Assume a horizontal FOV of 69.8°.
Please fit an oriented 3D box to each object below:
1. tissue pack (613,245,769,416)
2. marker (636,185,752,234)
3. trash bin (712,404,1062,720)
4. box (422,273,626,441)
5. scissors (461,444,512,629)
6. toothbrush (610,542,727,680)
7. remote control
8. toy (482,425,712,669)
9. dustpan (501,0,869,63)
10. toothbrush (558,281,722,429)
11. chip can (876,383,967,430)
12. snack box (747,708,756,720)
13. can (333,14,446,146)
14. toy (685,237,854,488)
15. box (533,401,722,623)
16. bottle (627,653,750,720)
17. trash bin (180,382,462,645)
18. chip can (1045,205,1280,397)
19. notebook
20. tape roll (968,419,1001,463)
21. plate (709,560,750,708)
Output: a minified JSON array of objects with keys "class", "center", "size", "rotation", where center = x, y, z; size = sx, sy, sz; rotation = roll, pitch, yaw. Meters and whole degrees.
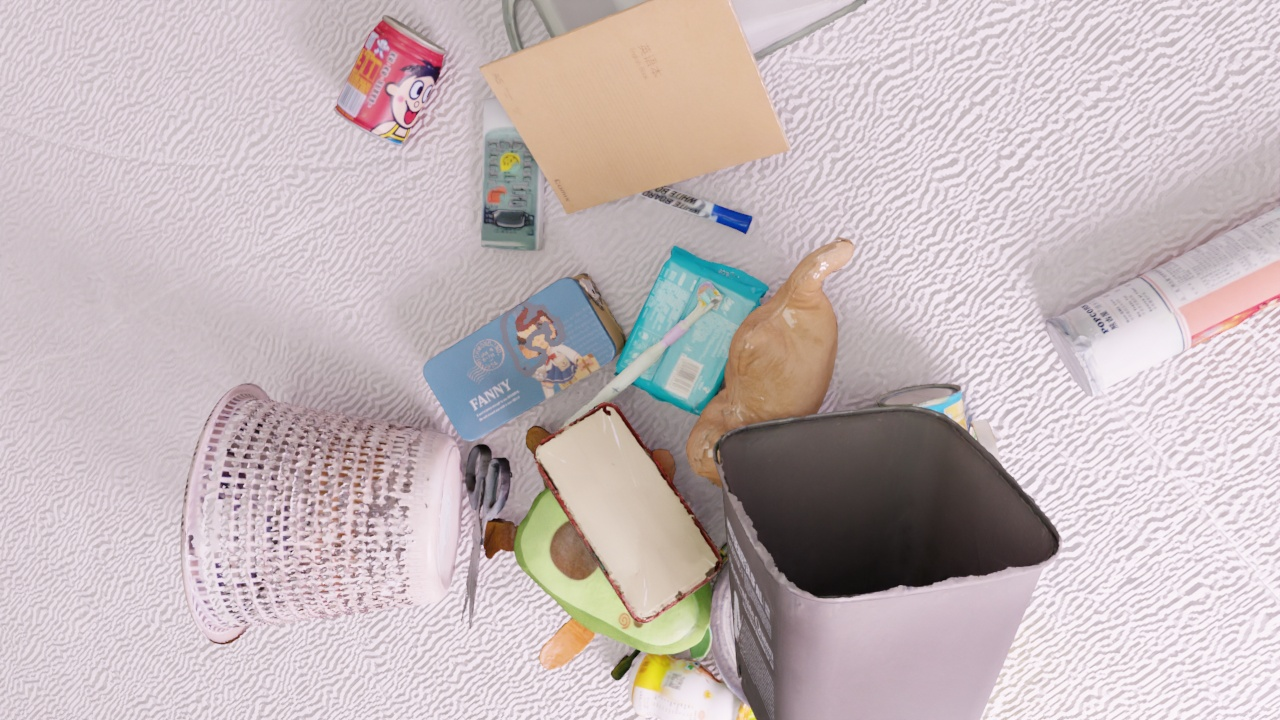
[{"class":"tissue pack","center":[0.043,-0.026,0.798],"size":[0.093,0.050,0.133],"rotation":[27,103,8]},{"class":"marker","center":[0.027,-0.142,0.798],"size":[0.146,0.016,0.017],"rotation":[21,103,7]},{"class":"trash bin","center":[0.159,0.177,0.676],"size":[0.198,0.198,0.220],"rotation":[-6,119,-10]},{"class":"box","center":[-0.108,-0.001,0.826],"size":[0.184,0.061,0.090],"rotation":[-32,92,12]},{"class":"scissors","center":[-0.155,0.163,0.868],"size":[0.172,0.014,0.146],"rotation":[-55,48,37]},{"class":"toothbrush","center":[0.032,0.233,0.864],"size":[0.012,0.017,0.186],"rotation":[40,102,4]},{"class":"remote control","center":[-0.114,-0.166,0.819],"size":[0.056,0.019,0.135],"rotation":[5,101,10]},{"class":"toy","center":[-0.036,0.175,0.822],"size":[0.247,0.090,0.227],"rotation":[31,101,17]},{"class":"dustpan","center":[0.017,-0.328,0.772],"size":[0.257,0.143,0.222],"rotation":[-29,94,-15]},{"class":"toothbrush","center":[-0.005,0.005,0.777],"size":[0.190,0.029,0.020],"rotation":[-43,128,18]},{"class":"chip can","center":[0.252,0.129,0.774],"size":[0.071,0.071,0.210],"rotation":[-10,97,12]},{"class":"snack box","center":[0.166,0.307,0.844],"size":[0.156,0.026,0.086],"rotation":[-2,100,11]},{"class":"can","center":[-0.217,-0.244,0.801],"size":[0.066,0.066,0.094],"rotation":[32,104,4]},{"class":"toy","center":[0.115,0.004,0.749],"size":[0.082,0.143,0.226],"rotation":[28,103,25]},{"class":"box","center":[-0.014,0.124,0.747],"size":[0.091,0.080,0.168],"rotation":[-33,74,-10]},{"class":"bottle","center":[0.045,0.308,0.840],"size":[0.108,0.063,0.063],"rotation":[12,102,22]},{"class":"trash bin","center":[-0.264,0.136,0.815],"size":[0.192,0.227,0.227],"rotation":[2,100,-2]},{"class":"chip can","center":[0.433,-0.052,0.709],"size":[0.215,0.071,0.071],"rotation":[-29,93,14]},{"class":"notebook","center":[-0.005,-0.201,0.729],"size":[0.212,0.012,0.149],"rotation":[-10,132,27]},{"class":"tape roll","center":[0.285,0.091,0.753],"size":[0.014,0.085,0.086],"rotation":[-10,97,13]},{"class":"plate","center":[0.149,0.233,0.819],"size":[0.179,0.024,0.179],"rotation":[-1,82,7]}]
